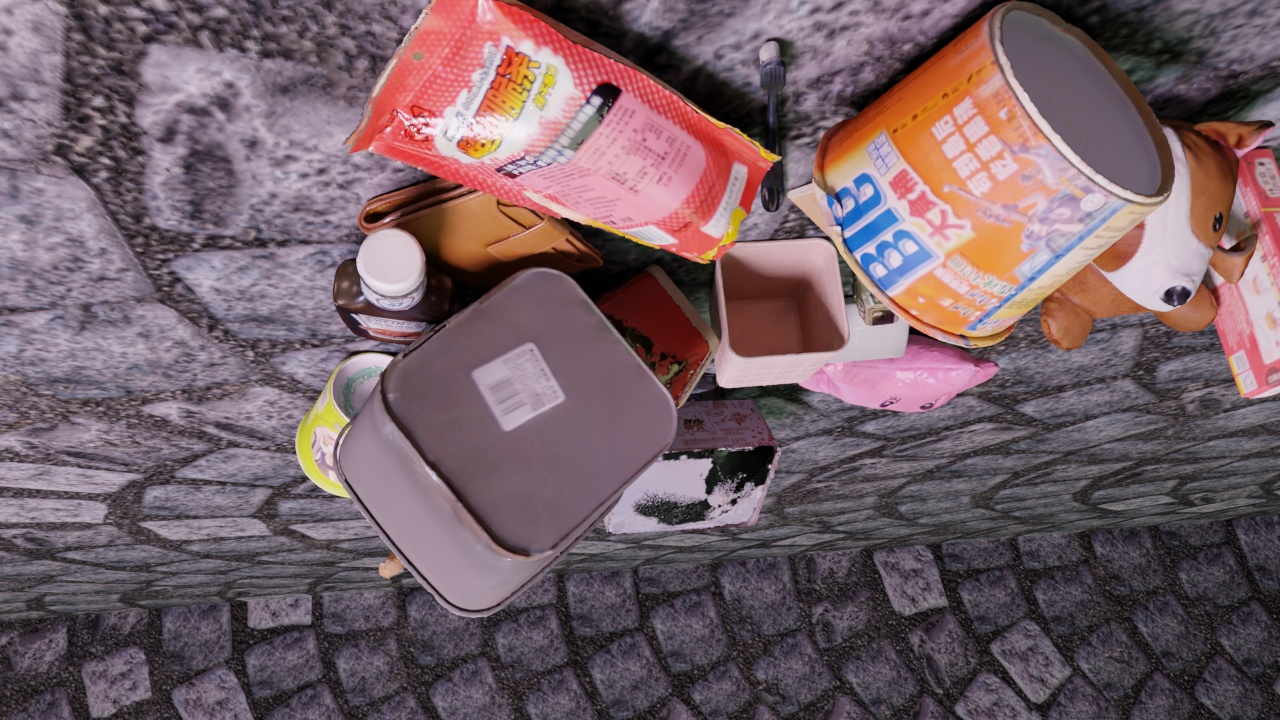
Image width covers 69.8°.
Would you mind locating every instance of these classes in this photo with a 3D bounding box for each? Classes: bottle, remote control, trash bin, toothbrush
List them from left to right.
[{"bbox_3d":[-0.161,-0.045,0.601,0.080,0.044,0.195,7,171,-13],"label":"bottle"},{"bbox_3d":[-0.098,0.057,0.662,0.198,0.198,0.220,-40,178,-24],"label":"trash bin"},{"bbox_3d":[0.077,-0.128,0.538,0.016,0.018,0.181,-8,163,6],"label":"toothbrush"},{"bbox_3d":[0.158,-0.025,0.801,0.150,0.021,0.058,-4,118,-1],"label":"remote control"}]

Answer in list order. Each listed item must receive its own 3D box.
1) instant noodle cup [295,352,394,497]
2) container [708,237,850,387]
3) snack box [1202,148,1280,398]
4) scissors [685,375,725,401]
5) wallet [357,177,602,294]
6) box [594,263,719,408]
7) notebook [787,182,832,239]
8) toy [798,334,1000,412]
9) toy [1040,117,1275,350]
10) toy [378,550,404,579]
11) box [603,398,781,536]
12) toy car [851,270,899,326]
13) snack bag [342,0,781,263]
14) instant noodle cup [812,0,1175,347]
[{"bbox_3d":[-0.253,0.054,0.847,0.111,0.111,0.124,4,151,-25],"label":"instant noodle cup"},{"bbox_3d":[0.100,-0.031,0.714,0.090,0.089,0.111,-4,165,-4],"label":"container"},{"bbox_3d":[0.412,-0.057,0.615,0.025,0.152,0.075,-6,161,-5],"label":"snack box"},{"bbox_3d":[0.011,0.039,1.008,0.163,0.014,0.166,8,159,-26],"label":"scissors"},{"bbox_3d":[-0.100,-0.081,0.603,0.108,0.031,0.131,-12,161,23],"label":"wallet"},{"bbox_3d":[-0.005,0.004,0.743,0.077,0.091,0.169,-35,169,-18],"label":"box"},{"bbox_3d":[0.214,-0.101,0.654,0.150,0.012,0.211,-15,159,29],"label":"notebook"},{"bbox_3d":[0.248,0.011,0.879,0.194,0.074,0.179,3,172,-27],"label":"toy"},{"bbox_3d":[0.318,-0.078,0.591,0.140,0.130,0.200,-10,147,10],"label":"toy"},{"bbox_3d":[-0.178,0.100,0.832,0.226,0.082,0.143,-45,150,0],"label":"toy"},{"bbox_3d":[0.034,0.091,1.029,0.180,0.205,0.158,-1,124,-14],"label":"box"},{"bbox_3d":[0.188,-0.055,0.719,0.042,0.035,0.090,-8,160,11],"label":"toy car"},{"bbox_3d":[-0.033,-0.114,0.482,0.207,0.073,0.129,16,148,-36],"label":"snack bag"},{"bbox_3d":[0.181,-0.098,0.466,0.151,0.151,0.112,6,150,-30],"label":"instant noodle cup"}]
